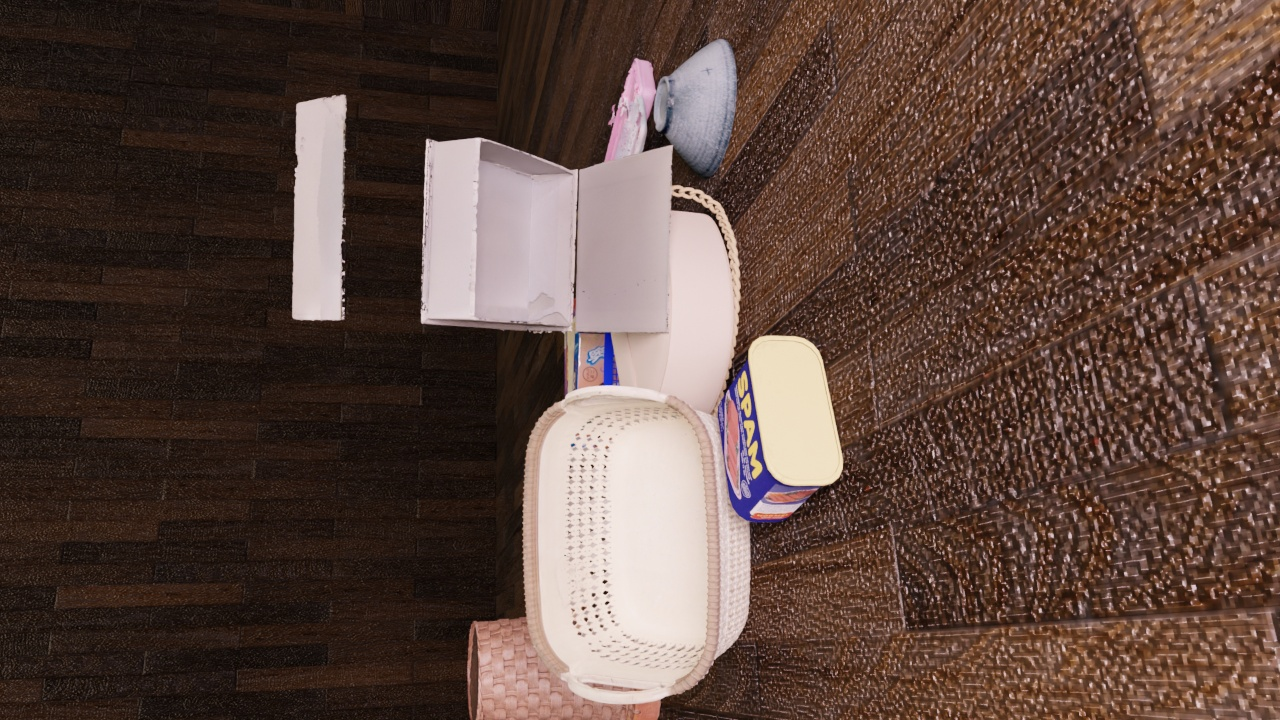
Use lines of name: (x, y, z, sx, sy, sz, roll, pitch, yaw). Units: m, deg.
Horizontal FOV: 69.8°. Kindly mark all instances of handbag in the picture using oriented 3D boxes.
handbag: (0.021, -0.039, 0.906, 0.209, 0.103, 0.210, 106, 160, -44)

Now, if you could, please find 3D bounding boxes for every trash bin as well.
trash bin: (-0.093, 0.365, 1.089, 0.151, 0.210, 0.151, -179, 91, -75)

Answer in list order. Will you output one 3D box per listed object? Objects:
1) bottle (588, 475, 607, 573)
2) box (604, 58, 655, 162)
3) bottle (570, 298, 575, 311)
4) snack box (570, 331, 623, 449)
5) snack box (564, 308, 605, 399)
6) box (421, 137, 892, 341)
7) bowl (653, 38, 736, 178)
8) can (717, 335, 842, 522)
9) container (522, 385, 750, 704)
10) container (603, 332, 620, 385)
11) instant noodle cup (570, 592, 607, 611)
bottle: (-0.027, 0.215, 1.128, 0.173, 0.046, 0.084, -117, 34, -59)
box: (-0.016, -0.278, 1.219, 0.202, 0.038, 0.152, 111, 157, -52)
bottle: (-0.097, -0.047, 1.499, 0.044, 0.044, 0.109, 121, 147, -63)
snack box: (-0.042, 0.041, 1.180, 0.034, 0.087, 0.151, -172, 85, -75)
snack box: (-0.078, -0.001, 1.311, 0.148, 0.040, 0.143, 145, 125, -73)
box: (0.023, -0.106, 0.849, 0.173, 0.422, 0.167, -15, -73, -86)
bowl: (0.047, -0.256, 0.926, 0.137, 0.057, 0.137, -179, 91, -76)
can: (0.099, 0.055, 0.684, 0.092, 0.056, 0.116, 114, 154, -59)
container: (0.004, 0.148, 0.780, 0.142, 0.185, 0.246, 9, -101, -59)
container: (-0.007, 0.006, 1.102, 0.096, 0.058, 0.114, 161, 110, -75)
instant noodle cup: (-0.080, 0.374, 1.252, 0.122, 0.123, 0.123, -146, 58, -84)
